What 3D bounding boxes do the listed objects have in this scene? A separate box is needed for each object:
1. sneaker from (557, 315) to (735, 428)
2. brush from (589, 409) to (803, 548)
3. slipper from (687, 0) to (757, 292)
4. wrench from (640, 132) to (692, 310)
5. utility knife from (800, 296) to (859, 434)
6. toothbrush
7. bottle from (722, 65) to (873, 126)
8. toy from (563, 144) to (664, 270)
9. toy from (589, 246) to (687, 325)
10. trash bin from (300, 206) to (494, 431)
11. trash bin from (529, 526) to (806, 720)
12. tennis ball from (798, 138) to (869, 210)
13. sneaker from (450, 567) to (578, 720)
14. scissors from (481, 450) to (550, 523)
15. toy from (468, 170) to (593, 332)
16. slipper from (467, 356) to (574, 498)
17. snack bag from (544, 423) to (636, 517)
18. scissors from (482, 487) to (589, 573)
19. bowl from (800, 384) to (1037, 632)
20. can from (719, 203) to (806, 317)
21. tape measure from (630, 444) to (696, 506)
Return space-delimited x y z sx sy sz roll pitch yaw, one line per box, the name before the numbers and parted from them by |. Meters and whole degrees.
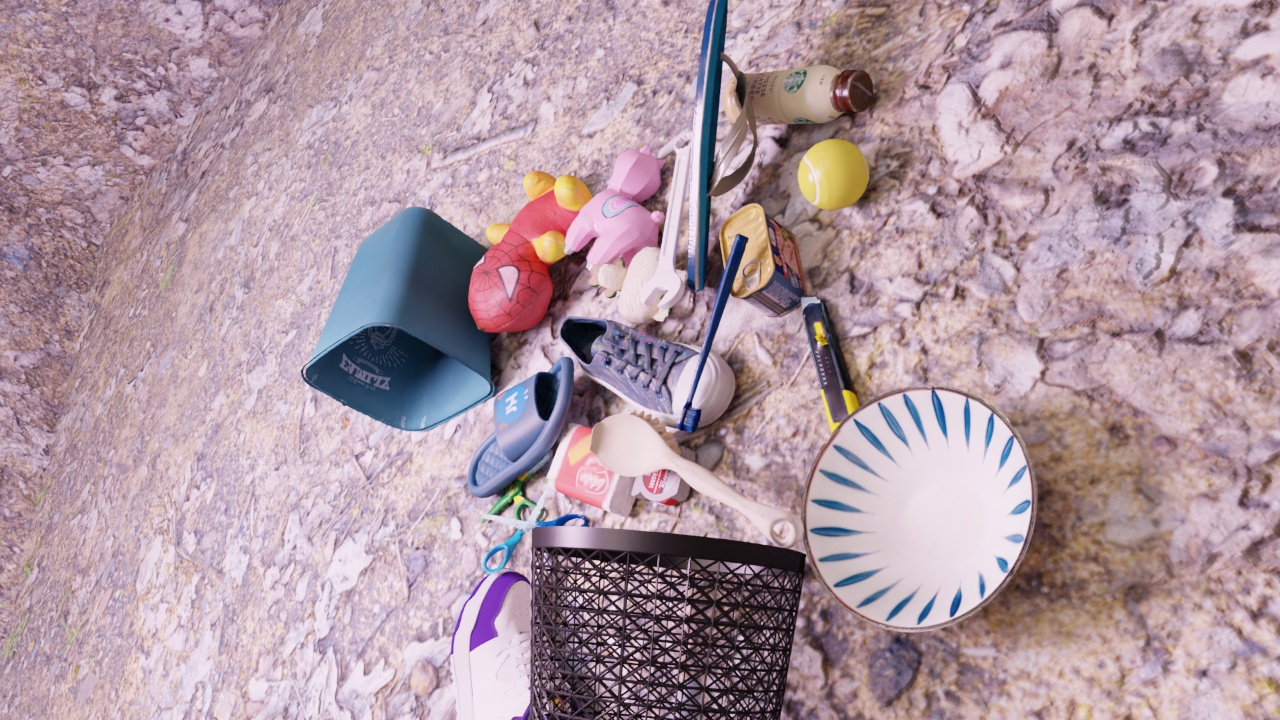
sneaker | -0.006 0.005 0.940 0.236 0.079 0.087 21 85 49
brush | 0.047 0.101 0.795 0.272 0.077 0.062 22 117 54
slipper | 0.082 -0.213 0.915 0.060 0.118 0.295 6 102 11
wrench | 0.037 -0.157 0.992 0.047 0.009 0.272 -15 46 29
utility knife | 0.168 0.008 0.810 0.029 0.020 0.173 -31 48 28
toothbrush | 0.069 -0.024 0.850 0.017 0.016 0.190 18 93 23
bottle | 0.159 -0.270 0.938 0.162 0.056 0.056 14 79 48
toy | -0.017 -0.170 1.059 0.157 0.067 0.123 -55 42 1
toy | 0.002 -0.081 0.996 0.112 0.050 0.087 16 90 34
trash bin | -0.298 -0.059 1.203 0.200 0.196 0.218 -26 46 34
trash bin | 0.011 0.263 0.700 0.217 0.216 0.243 -8 70 43
tennis ball | 0.180 -0.173 0.857 0.065 0.065 0.065 -23 54 36
sneaker | -0.113 0.313 0.881 0.111 0.091 0.243 -22 56 32
scissors | -0.141 0.144 1.056 0.126 0.011 0.127 21 83 50
toy | -0.136 -0.127 1.132 0.148 0.098 0.216 24 86 60
slipper | -0.141 0.079 1.033 0.214 0.059 0.103 -47 34 28
snack bag | -0.045 0.112 0.956 0.116 0.036 0.077 11 77 48
scissors | -0.116 0.179 0.971 0.133 0.014 0.127 1 37 21
bowl | 0.211 0.112 0.669 0.178 0.071 0.177 -23 54 35
can | 0.118 -0.094 0.884 0.054 0.059 0.099 -28 51 33
tape measure | 0.025 0.110 0.897 0.062 0.020 0.060 5 73 46
